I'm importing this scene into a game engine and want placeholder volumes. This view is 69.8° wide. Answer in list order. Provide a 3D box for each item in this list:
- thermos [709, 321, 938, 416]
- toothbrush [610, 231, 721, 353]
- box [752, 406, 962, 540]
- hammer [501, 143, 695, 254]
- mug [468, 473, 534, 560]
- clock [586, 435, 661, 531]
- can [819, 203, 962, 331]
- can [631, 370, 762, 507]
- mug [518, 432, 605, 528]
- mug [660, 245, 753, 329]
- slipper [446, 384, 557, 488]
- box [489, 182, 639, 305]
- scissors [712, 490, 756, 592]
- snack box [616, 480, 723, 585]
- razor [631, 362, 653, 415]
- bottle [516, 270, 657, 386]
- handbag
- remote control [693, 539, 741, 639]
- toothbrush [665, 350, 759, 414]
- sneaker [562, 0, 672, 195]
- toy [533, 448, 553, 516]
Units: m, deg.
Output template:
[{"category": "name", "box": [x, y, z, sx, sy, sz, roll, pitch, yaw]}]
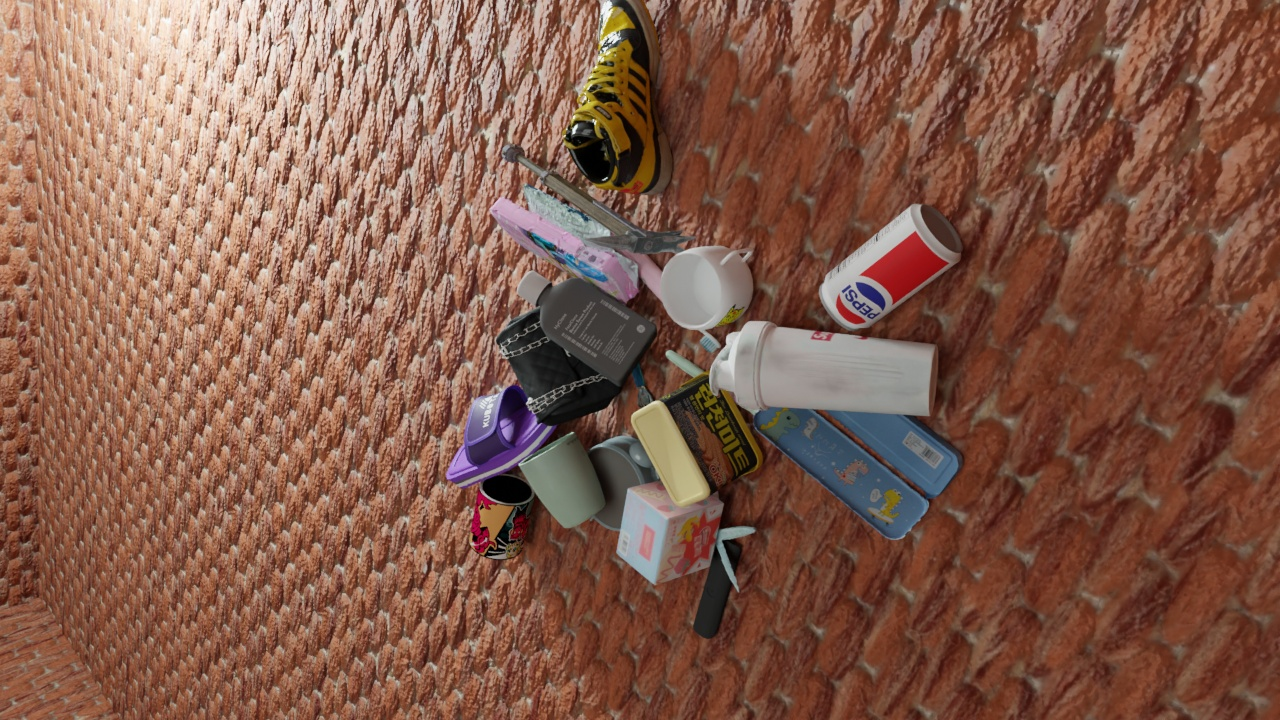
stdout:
[{"category": "thermos", "box": [0.190, 0.011, 0.948, 0.221, 0.099, 0.099, 5, 104, 23]}, {"category": "toothbrush", "box": [0.024, -0.092, 1.125, 0.026, 0.027, 0.222, -41, 69, 3]}, {"category": "box", "box": [0.229, 0.086, 0.986, 0.209, 0.043, 0.125, 41, 102, 26]}, {"category": "hammer", "box": [-0.088, -0.208, 1.147, 0.317, 0.146, 0.028, 39, 123, 39]}, {"category": "mug", "box": [-0.214, 0.223, 1.371, 0.118, 0.081, 0.098, 45, 128, 49]}, {"category": "clock", "box": [-0.018, 0.161, 1.208, 0.160, 0.045, 0.122, -22, 86, 43]}, {"category": "can", "box": [0.246, -0.090, 0.910, 0.132, 0.070, 0.070, -42, 73, 38]}, {"category": "can", "box": [0.065, 0.092, 1.072, 0.073, 0.100, 0.131, -32, 85, 48]}, {"category": "mug", "box": [-0.101, 0.160, 1.204, 0.104, 0.084, 0.111, 60, 160, -3]}, {"category": "mug", "box": [0.083, -0.090, 1.049, 0.116, 0.067, 0.094, -45, 71, 37]}, {"category": "slipper", "box": [-0.217, 0.100, 1.307, 0.084, 0.107, 0.267, 38, 137, -20]}, {"category": "box", "box": [-0.089, -0.155, 1.177, 0.230, 0.084, 0.070, 32, 80, 35]}, {"category": "scissors", "box": [0.081, 0.205, 1.141, 0.171, 0.013, 0.176, -26, 75, 52]}, {"category": "snack box", "box": [0.036, 0.203, 1.111, 0.079, 0.094, 0.093, 30, 118, 43]}, {"category": "razor", "box": [-0.007, 0.007, 1.181, 0.042, 0.022, 0.144, -16, 84, 4]}, {"category": "bottle", "box": [-0.073, -0.051, 1.130, 0.174, 0.046, 0.083, 33, 82, 8]}, {"category": "handbag", "box": [-0.103, -0.002, 1.177, 0.153, 0.124, 0.115, 63, 153, 8]}, {"category": "remote control", "box": [0.096, 0.287, 1.160, 0.033, 0.015, 0.147, 28, 117, 32]}, {"category": "toothbrush", "box": [0.088, 0.027, 1.107, 0.155, 0.015, 0.022, 34, 151, 31]}, {"category": "sneaker", "box": [-0.036, -0.309, 1.064, 0.086, 0.121, 0.238, -6, 97, 39]}, {"category": "toy", "box": [-0.141, 0.165, 1.296, 0.085, 0.033, 0.105, -133, 20, -72]}]
